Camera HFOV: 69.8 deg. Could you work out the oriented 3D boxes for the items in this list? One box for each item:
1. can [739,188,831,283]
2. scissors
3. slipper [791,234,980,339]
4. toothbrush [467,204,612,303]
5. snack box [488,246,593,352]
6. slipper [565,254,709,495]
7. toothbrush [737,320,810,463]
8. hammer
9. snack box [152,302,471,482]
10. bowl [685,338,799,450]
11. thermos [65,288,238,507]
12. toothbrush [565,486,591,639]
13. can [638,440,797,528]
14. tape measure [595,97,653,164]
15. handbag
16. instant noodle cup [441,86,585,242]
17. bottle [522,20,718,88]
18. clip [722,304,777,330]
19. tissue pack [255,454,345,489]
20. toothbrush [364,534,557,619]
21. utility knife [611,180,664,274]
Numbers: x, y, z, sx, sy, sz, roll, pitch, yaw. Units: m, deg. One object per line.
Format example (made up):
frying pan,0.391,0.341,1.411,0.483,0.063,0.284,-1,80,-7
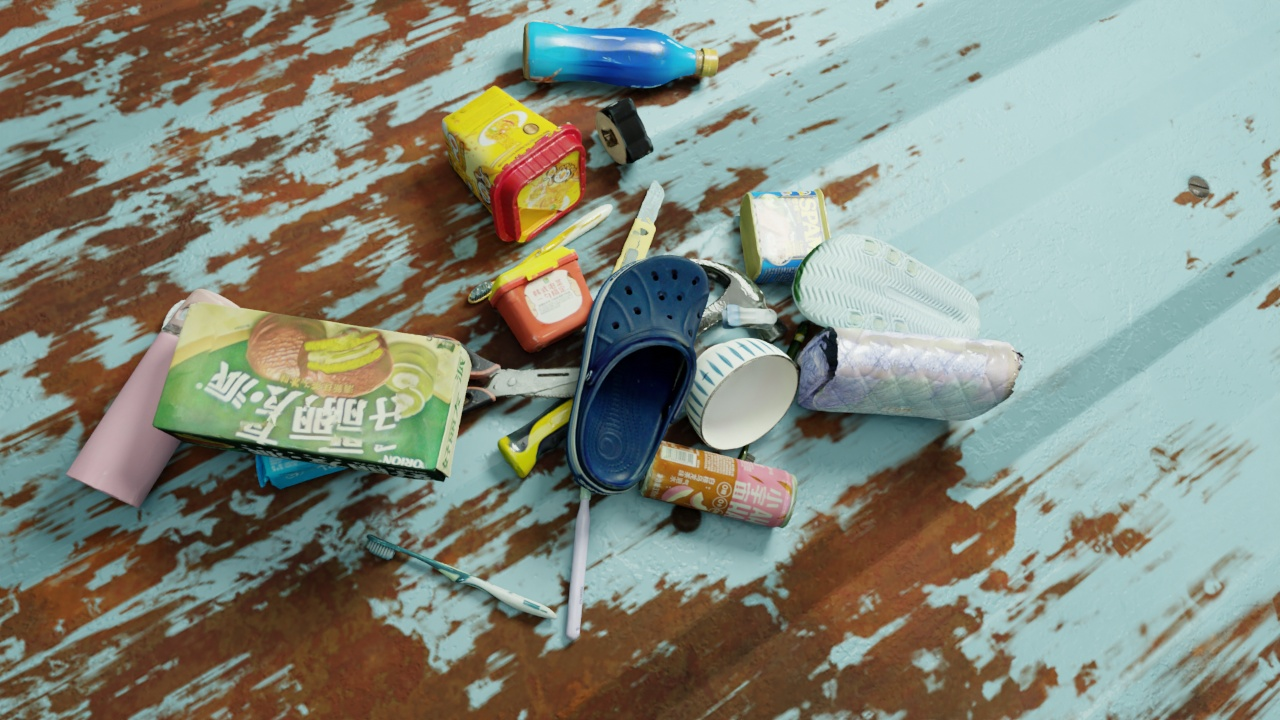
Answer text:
can,0.157,-0.134,0.998,0.083,0.057,0.102,-3,73,-10
scissors,-0.143,0.010,0.898,0.205,0.015,0.197,-39,73,-14
slipper,0.261,-0.062,0.977,0.245,0.074,0.104,16,81,-26
toothbrush,-0.103,-0.115,0.963,0.191,0.018,0.016,-37,83,-19
snack box,-0.095,-0.059,0.915,0.091,0.082,0.080,-28,89,-19
slipper,0.000,0.002,0.860,0.105,0.095,0.252,28,68,-21
toothbrush,0.141,0.037,0.962,0.017,0.012,0.185,30,69,-6
hammer,-0.006,0.005,0.935,0.322,0.032,0.126,-34,81,-18
snack box,-0.274,0.028,0.785,0.240,0.063,0.114,9,73,0
bowl,0.091,0.025,0.907,0.116,0.117,0.066,-25,46,-17
thermos,-0.438,0.028,0.833,0.087,0.067,0.198,12,67,25
toothbrush,-0.053,0.167,0.869,0.021,0.029,0.189,-2,76,36
can,0.075,0.121,0.896,0.147,0.058,0.057,14,70,-5
tape measure,-0.020,-0.247,0.998,0.033,0.066,0.066,-31,107,-15
handbag,0.263,0.017,0.926,0.194,0.134,0.075,3,71,-9
instant noodle cup,-0.133,-0.206,0.945,0.115,0.116,0.123,-40,72,-20
bottle,-0.021,-0.340,1.028,0.218,0.065,0.065,1,72,-10
clip,0.113,-0.044,0.947,0.058,0.041,0.026,1,71,-12
tissue pack,-0.287,0.058,0.843,0.140,0.063,0.090,-16,74,-8
toothbrush,-0.166,0.203,0.847,0.191,0.016,0.018,24,79,-2
utility knife,-0.012,-0.110,0.984,0.031,0.021,0.197,25,65,-8
